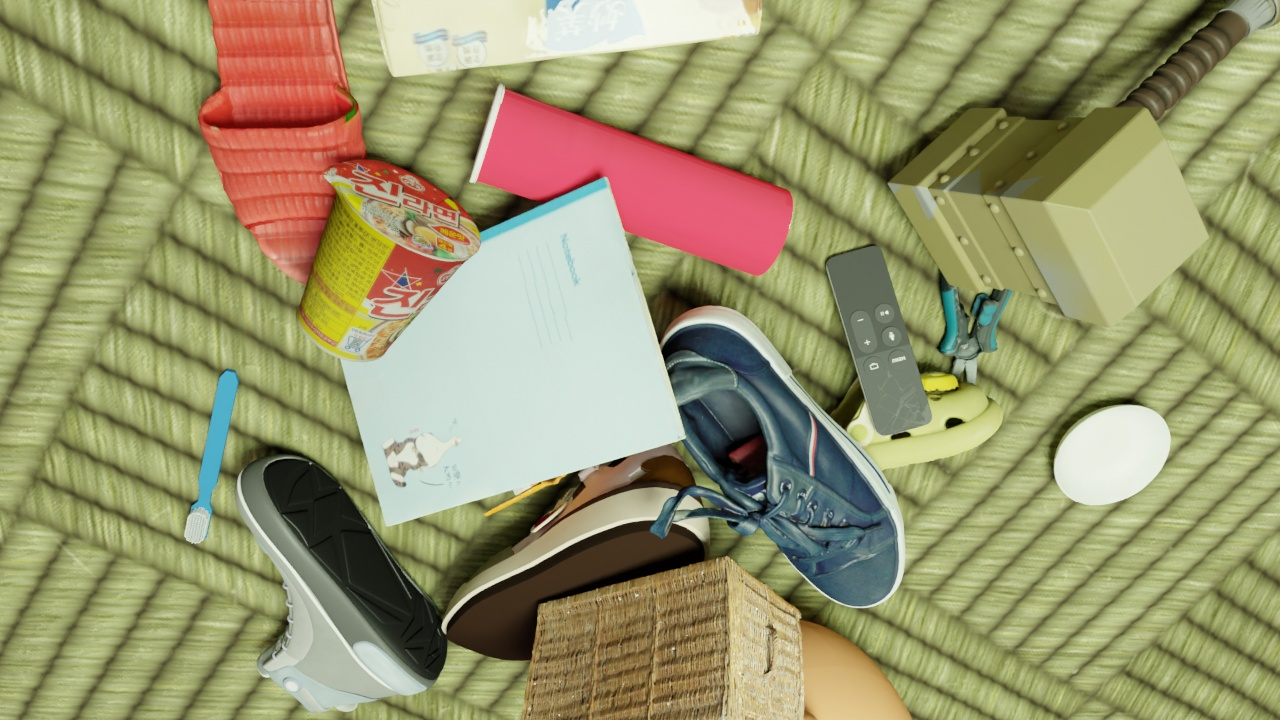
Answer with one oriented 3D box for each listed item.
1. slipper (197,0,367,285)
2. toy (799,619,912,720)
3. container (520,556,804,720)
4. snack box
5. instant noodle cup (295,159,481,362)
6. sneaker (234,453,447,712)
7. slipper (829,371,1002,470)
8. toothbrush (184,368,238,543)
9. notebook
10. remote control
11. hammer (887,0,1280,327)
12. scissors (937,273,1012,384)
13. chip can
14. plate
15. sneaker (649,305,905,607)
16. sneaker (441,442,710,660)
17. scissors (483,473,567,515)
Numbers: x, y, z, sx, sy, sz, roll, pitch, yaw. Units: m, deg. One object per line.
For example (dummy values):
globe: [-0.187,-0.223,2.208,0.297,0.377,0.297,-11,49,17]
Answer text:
slipper: [-0.239,-0.160,0.616,0.103,0.059,0.249,-5,116,-4]
toy: [0.113,0.352,0.789,0.265,0.262,0.281,-11,123,-9]
container: [0.019,0.236,0.684,0.199,0.113,0.112,-23,135,32]
snack box: [-0.043,-0.218,0.553,0.207,0.153,0.055,-7,114,-3]
instant noodle cup: [-0.177,-0.060,0.623,0.100,0.100,0.113,27,117,-18]
sneaker: [-0.291,0.203,0.783,0.161,0.092,0.257,-24,115,16]
slipper: [0.196,0.047,0.760,0.190,0.091,0.081,-16,93,4]
toothbrush: [-0.350,0.081,0.749,0.016,0.014,0.167,16,113,-14]
notebook: [-0.106,0.002,0.643,0.254,0.009,0.181,-19,84,24]
remote control: [0.186,-0.016,0.717,0.045,0.008,0.146,-16,84,2]
hammer: [0.353,-0.182,0.626,0.324,0.190,0.100,-42,114,-5]
scissors: [0.272,-0.039,0.751,0.119,0.019,0.151,29,112,-19]
chip can: [-0.004,-0.125,0.652,0.220,0.069,0.069,17,113,-14]
plate: [0.416,0.080,0.821,0.104,0.026,0.104,-2,117,-5]
sneaker: [0.101,0.105,0.670,0.121,0.127,0.294,-25,117,27]
sneaker: [-0.065,0.157,0.782,0.111,0.116,0.295,32,129,-26]
scissors: [-0.073,0.093,0.736,0.125,0.131,0.011,-27,89,-26]
